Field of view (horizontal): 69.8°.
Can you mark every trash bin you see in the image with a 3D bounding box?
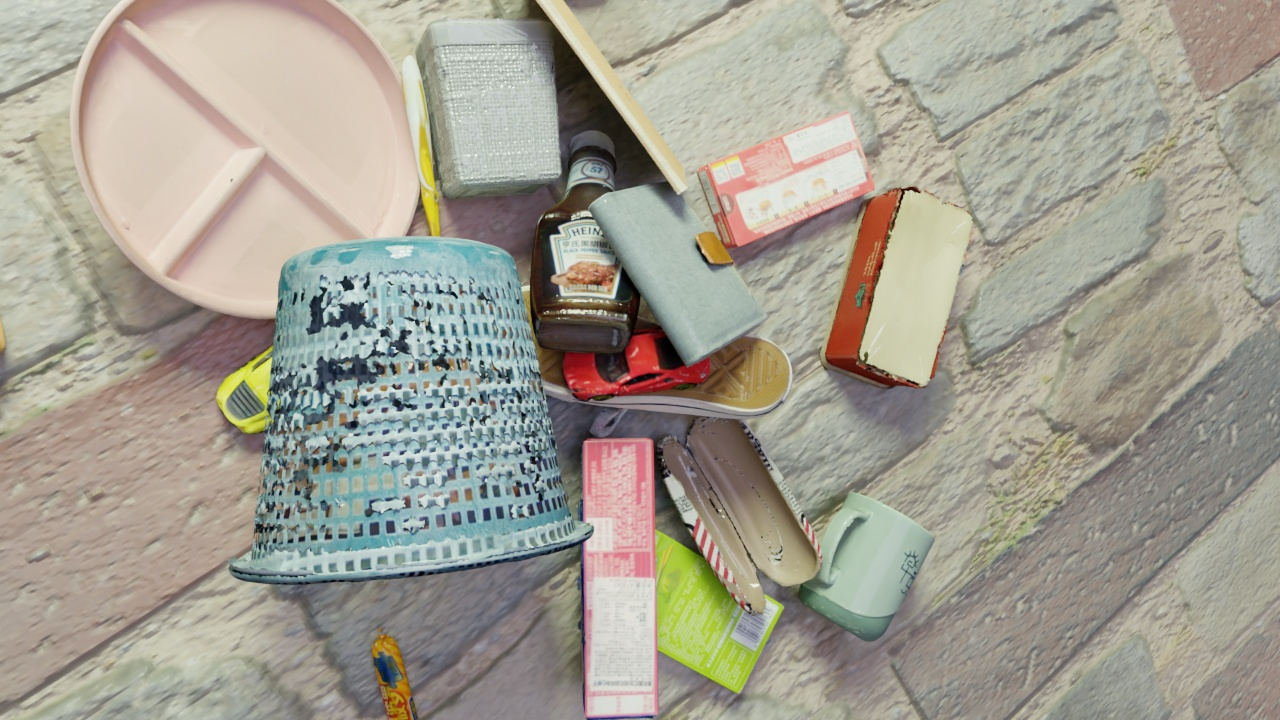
[{"bbox_3d":[-0.149,0.028,0.598,0.226,0.227,0.195,-3,86,-21],"label":"trash bin"}]

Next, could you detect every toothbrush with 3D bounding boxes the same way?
[{"bbox_3d":[-0.155,-0.127,0.682,0.016,0.018,0.191,-20,110,-43],"label":"toothbrush"}]

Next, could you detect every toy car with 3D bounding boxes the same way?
[{"bbox_3d":[-0.251,0.009,0.656,0.105,0.032,0.048,-40,103,-18],"label":"toy car"},{"bbox_3d":[-0.003,0.000,0.661,0.106,0.031,0.049,-8,73,-3],"label":"toy car"}]

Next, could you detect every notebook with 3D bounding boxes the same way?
[{"bbox_3d":[-0.031,-0.220,0.686,0.012,0.149,0.211,-35,103,12],"label":"notebook"}]

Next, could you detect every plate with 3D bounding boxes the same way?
[{"bbox_3d":[-0.255,-0.143,0.619,0.229,0.028,0.229,-7,101,-41],"label":"plate"}]

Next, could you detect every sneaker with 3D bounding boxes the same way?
[{"bbox_3d":[-0.004,0.004,0.723,0.241,0.088,0.118,10,73,1],"label":"sneaker"}]

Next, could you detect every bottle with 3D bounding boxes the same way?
[{"bbox_3d":[-0.039,-0.094,0.682,0.080,0.044,0.194,3,54,-3],"label":"bottle"}]

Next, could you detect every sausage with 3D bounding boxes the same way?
[{"bbox_3d":[-0.175,0.280,0.689,0.021,0.021,0.165,-15,95,-20],"label":"sausage"}]

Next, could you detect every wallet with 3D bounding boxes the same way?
[{"bbox_3d":[0.032,-0.068,0.653,0.106,0.037,0.129,-28,84,-51],"label":"wallet"}]

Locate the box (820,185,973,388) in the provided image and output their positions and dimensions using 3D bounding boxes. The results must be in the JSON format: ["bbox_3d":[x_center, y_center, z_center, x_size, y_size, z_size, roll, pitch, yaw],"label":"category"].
[{"bbox_3d":[0.234,-0.063,0.815,0.091,0.078,0.168,19,84,-19],"label":"box"}]

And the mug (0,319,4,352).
[{"bbox_3d":[-0.465,-0.018,0.556,0.122,0.078,0.078,-16,95,-26],"label":"mug"}]

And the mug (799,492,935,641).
[{"bbox_3d":[0.185,0.174,0.786,0.111,0.082,0.106,39,79,-42],"label":"mug"}]

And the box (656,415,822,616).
[{"bbox_3d":[0.082,0.119,0.749,0.087,0.075,0.162,-33,86,13],"label":"box"}]

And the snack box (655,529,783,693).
[{"bbox_3d":[0.038,0.206,0.768,0.156,0.026,0.085,33,79,-18],"label":"snack box"}]

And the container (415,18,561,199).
[{"bbox_3d":[-0.110,-0.183,0.680,0.090,0.090,0.114,-9,96,-20],"label":"container"}]

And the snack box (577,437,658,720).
[{"bbox_3d":[-0.019,0.165,0.704,0.058,0.057,0.207,0,80,-6],"label":"snack box"}]

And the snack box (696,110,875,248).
[{"bbox_3d":[0.129,-0.159,0.803,0.152,0.025,0.075,-25,99,-19],"label":"snack box"}]
